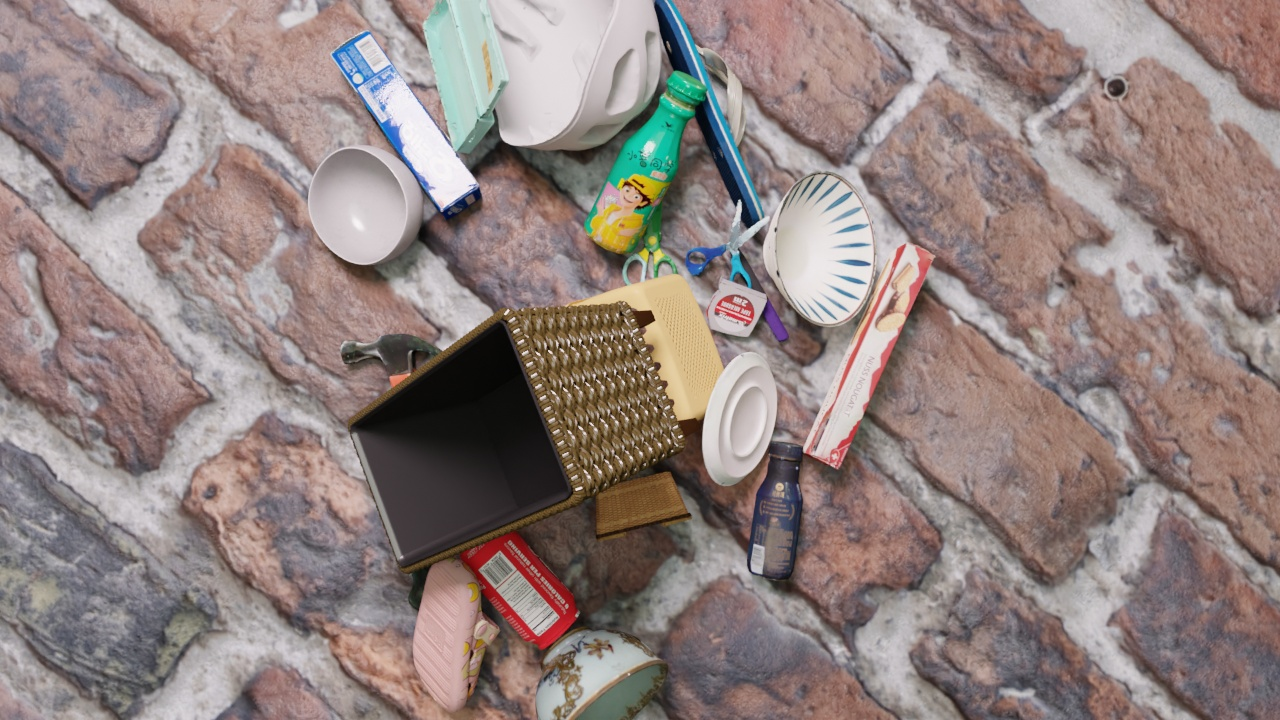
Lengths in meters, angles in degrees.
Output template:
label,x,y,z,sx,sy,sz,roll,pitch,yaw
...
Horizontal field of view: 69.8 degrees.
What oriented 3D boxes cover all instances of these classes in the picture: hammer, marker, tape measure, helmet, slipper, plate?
label,x,y,z,sx,sy,sz,roll,pitch,yaw
hammer,-0.266,0.134,1.083,0.133,0.033,0.333,-7,90,-3
marker,0.141,-0.082,1.108,0.015,0.018,0.134,-30,89,34
tape measure,0.112,-0.062,1.095,0.060,0.020,0.062,20,115,-4
helmet,-0.094,-0.372,1.016,0.225,0.183,0.282,-37,84,35
slipper,0.095,-0.294,1.066,0.060,0.118,0.295,-24,94,4
slipper,-0.204,0.304,1.048,0.093,0.081,0.197,27,118,37
plate,0.118,0.068,1.045,0.014,0.156,0.157,12,87,35

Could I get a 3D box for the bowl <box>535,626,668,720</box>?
label,x,y,z,sx,sy,sz,roll,pitch,yaw
bowl,-0.058,0.360,1.035,0.160,0.160,0.094,-43,60,-3

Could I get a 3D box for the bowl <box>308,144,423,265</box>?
label,x,y,z,sx,sy,sz,roll,pitch,yaw
bowl,-0.309,-0.180,1.062,0.132,0.064,0.132,5,105,18

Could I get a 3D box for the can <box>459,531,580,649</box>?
label,x,y,z,sx,sy,sz,roll,pitch,yaw
can,-0.140,0.258,1.059,0.074,0.074,0.142,-42,90,-3

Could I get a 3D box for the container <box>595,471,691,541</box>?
label,x,y,z,sx,sy,sz,roll,pitch,yaw
container,-0.002,0.170,1.076,0.114,0.063,0.061,-13,81,-3

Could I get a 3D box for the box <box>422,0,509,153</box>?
label,x,y,z,sx,sy,sz,roll,pitch,yaw
box,-0.196,-0.347,1.030,0.033,0.137,0.186,-2,68,-40

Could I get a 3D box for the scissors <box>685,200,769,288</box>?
label,x,y,z,sx,sy,sz,roll,pitch,yaw
scissors,0.097,-0.136,1.075,0.104,0.015,0.134,18,132,14

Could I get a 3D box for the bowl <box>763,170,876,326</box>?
label,x,y,z,sx,sy,sz,roll,pitch,yaw
bowl,0.193,-0.127,1.071,0.177,0.071,0.177,0,91,-39

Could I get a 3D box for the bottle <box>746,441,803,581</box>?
label,x,y,z,sx,sy,sz,roll,pitch,yaw
bottle,0.162,0.176,1.082,0.056,0.056,0.160,9,88,-2

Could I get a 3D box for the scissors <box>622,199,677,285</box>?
label,x,y,z,sx,sy,sz,roll,pitch,yaw
scissors,0.007,-0.144,1.109,0.070,0.014,0.130,-3,90,-2

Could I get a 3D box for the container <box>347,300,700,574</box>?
label,x,y,z,sx,sy,sz,roll,pitch,yaw
container,-0.115,0.072,0.934,0.204,0.322,0.176,-15,80,-46

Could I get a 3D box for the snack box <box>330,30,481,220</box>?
label,x,y,z,sx,sy,sz,roll,pitch,yaw
snack box,-0.274,-0.275,1.079,0.059,0.059,0.226,-36,90,-7

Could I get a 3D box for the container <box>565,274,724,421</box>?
label,x,y,z,sx,sy,sz,roll,pitch,yaw
container,-0.006,0.006,1.055,0.167,0.129,0.183,-23,89,39

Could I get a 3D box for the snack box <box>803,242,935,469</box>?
label,x,y,z,sx,sy,sz,roll,pitch,yaw
snack box,0.265,-0.006,1.082,0.044,0.076,0.273,25,88,1

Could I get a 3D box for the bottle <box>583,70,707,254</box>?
label,x,y,z,sx,sy,sz,roll,pitch,yaw
bottle,0.008,-0.223,1.037,0.068,0.068,0.210,30,118,-1
